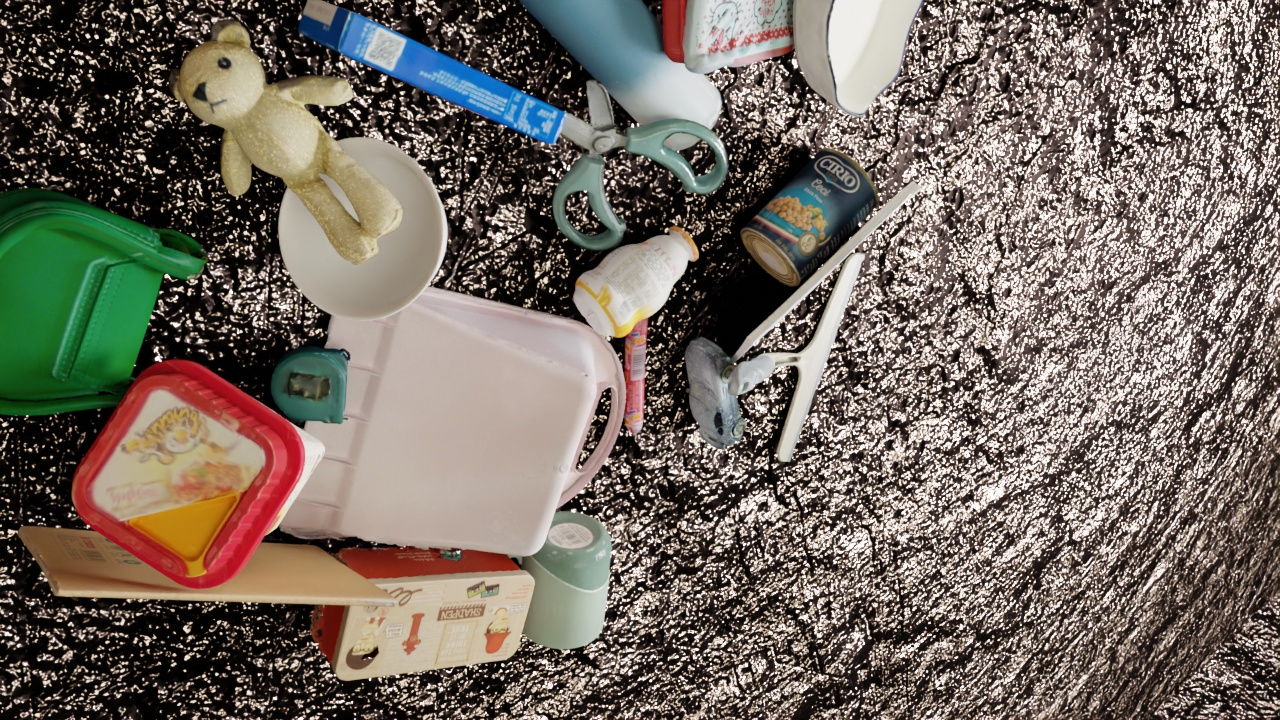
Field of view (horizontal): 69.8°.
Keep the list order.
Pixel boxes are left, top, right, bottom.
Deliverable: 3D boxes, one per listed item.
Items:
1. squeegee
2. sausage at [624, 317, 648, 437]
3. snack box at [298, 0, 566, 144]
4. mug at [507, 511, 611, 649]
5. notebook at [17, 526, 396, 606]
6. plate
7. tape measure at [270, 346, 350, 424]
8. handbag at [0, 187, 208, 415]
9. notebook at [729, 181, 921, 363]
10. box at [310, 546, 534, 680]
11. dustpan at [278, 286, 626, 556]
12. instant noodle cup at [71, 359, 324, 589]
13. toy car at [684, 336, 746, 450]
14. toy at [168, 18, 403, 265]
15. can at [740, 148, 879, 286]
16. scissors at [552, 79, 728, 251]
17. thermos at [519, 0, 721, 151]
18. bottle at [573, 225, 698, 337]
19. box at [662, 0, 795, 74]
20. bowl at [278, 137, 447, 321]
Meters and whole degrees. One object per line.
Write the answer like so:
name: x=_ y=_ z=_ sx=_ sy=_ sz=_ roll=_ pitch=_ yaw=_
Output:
squeegee: x=0.129 y=0.007 z=0.904 sx=0.246 sy=0.039 sz=0.247 roll=-13 pitch=124 yaw=-60
sausage: x=-0.005 y=0.005 z=0.846 sx=0.020 sy=0.020 sz=0.156 roll=-15 pitch=123 yaw=-30
snack box: x=-0.133 y=-0.186 z=0.596 sx=0.157 sy=0.084 sz=0.026 roll=15 pitch=105 yaw=-41
mug: x=-0.085 y=0.203 z=0.865 sx=0.111 sy=0.082 sz=0.106 roll=5 pitch=116 yaw=-4
notebook: x=-0.292 y=0.141 z=0.624 sx=0.207 sy=0.148 sz=0.008 roll=16 pitch=86 yaw=-41
plate: x=0.183 y=-0.310 z=0.751 sx=0.204 sy=0.046 sz=0.205 roll=-38 pitch=138 yaw=-45
tape measure: x=-0.238 y=0.018 z=0.664 sx=0.054 sy=0.025 sz=0.058 roll=4 pitch=107 yaw=-18
handbag: x=-0.336 y=-0.030 z=0.544 sx=0.120 sy=0.068 sz=0.131 roll=13 pitch=106 yaw=-42
notebook: x=0.165 y=-0.075 z=0.867 sx=0.209 sy=0.012 sz=0.150 roll=-43 pitch=176 yaw=-8
box: x=-0.187 y=0.207 z=0.781 sx=0.168 sy=0.079 sz=0.091 roll=7 pitch=104 yaw=-39
dustpan: x=-0.142 y=0.052 z=0.779 sx=0.273 sy=0.138 sz=0.223 roll=19 pitch=105 yaw=-13
instant noodle cup: x=-0.273 y=0.070 z=0.596 sx=0.116 sy=0.124 sz=0.116 roll=32 pitch=88 yaw=1
toy car: x=0.069 y=0.033 z=0.894 sx=0.036 sy=0.054 sz=0.121 roll=-29 pitch=129 yaw=-23
toy: x=-0.213 y=-0.127 z=0.559 sx=0.105 sy=0.066 sz=0.157 roll=-37 pitch=107 yaw=18
can: x=0.155 y=-0.131 z=0.850 sx=0.111 sy=0.075 sz=0.075 roll=-45 pitch=133 yaw=-7
scissors: x=-0.023 y=-0.140 z=0.711 sx=0.173 sy=0.019 sz=0.178 roll=14 pitch=136 yaw=-39
thermos: x=-0.024 y=-0.239 z=0.659 sx=0.070 sy=0.070 sz=0.220 roll=-54 pitch=134 yaw=1
bottle: x=-0.002 y=-0.069 z=0.775 sx=0.108 sy=0.063 sz=0.063 roll=-38 pitch=132 yaw=-13
box: x=0.089 y=-0.271 z=0.697 sx=0.200 sy=0.048 sz=0.087 roll=-33 pitch=131 yaw=-46
bowl: x=-0.176 y=-0.087 z=0.625 sx=0.118 sy=0.118 sz=0.064 roll=-63 pitch=171 yaw=9
